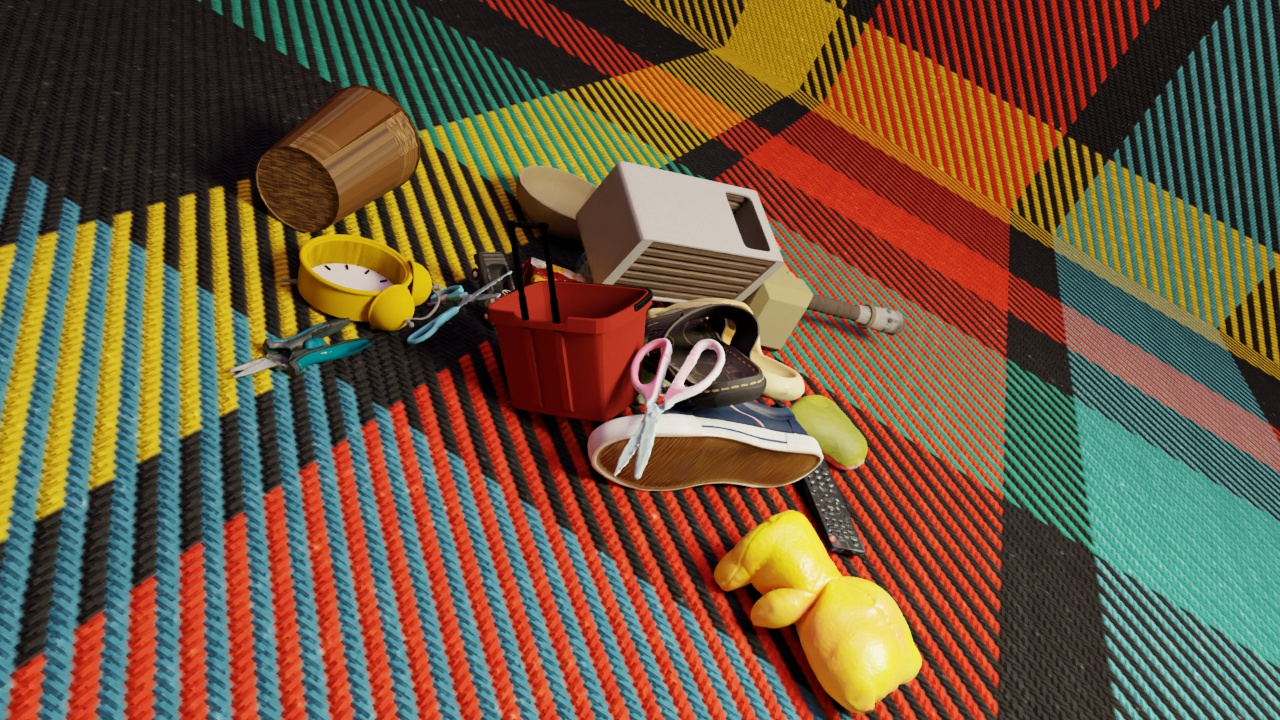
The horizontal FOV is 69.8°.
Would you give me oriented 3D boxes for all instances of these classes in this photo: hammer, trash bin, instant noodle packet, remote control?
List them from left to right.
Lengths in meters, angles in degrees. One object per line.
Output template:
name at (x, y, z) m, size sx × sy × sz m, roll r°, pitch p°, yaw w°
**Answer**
instant noodle packet at (-0.087, -0.077, 1.127) m, size 0.135 × 0.040 × 0.098 m, roll 16°, pitch 29°, yaw -19°
trash bin at (0.051, -0.154, 1.173) m, size 0.228 × 0.115 × 0.114 m, roll 4°, pitch 58°, yaw -36°
hammer at (0.263, -0.086, 1.369) m, size 0.324 × 0.101 × 0.190 m, roll 11°, pitch 34°, yaw -27°
remote control at (0.204, 0.158, 1.028) m, size 0.047 × 0.022 × 0.150 m, roll 15°, pitch 34°, yaw -22°

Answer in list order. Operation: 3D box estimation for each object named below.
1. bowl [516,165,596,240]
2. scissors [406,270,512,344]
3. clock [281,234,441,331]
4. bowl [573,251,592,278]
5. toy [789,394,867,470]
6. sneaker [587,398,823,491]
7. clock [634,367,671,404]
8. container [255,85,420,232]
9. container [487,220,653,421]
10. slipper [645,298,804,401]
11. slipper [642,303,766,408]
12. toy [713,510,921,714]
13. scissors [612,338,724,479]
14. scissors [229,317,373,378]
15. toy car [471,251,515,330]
bowl at (-0.110, -0.216, 1.310) m, size 0.152 × 0.051 × 0.152 m, roll 21°, pitch 31°, yaw -13°
scissors at (-0.200, -0.056, 0.967) m, size 0.133 × 0.135 × 0.015 m, roll -49°, pitch 117°, yaw -32°
clock at (-0.286, -0.081, 0.960) m, size 0.152 × 0.052 × 0.113 m, roll 21°, pitch 30°, yaw -4°
bowl at (-0.027, -0.124, 1.229) m, size 0.114 × 0.061 × 0.114 m, roll 21°, pitch 32°, yaw -14°
toy at (0.229, 0.089, 1.122) m, size 0.110 × 0.051 × 0.089 m, roll 42°, pitch 35°, yaw 18°
sneaker at (0.059, 0.067, 0.966) m, size 0.294 × 0.121 × 0.127 m, roll 5°, pitch 50°, yaw -39°
clock at (-0.006, 0.006, 1.064) m, size 0.119 × 0.043 × 0.094 m, roll 34°, pitch 31°, yaw 9°
container at (-0.352, -0.229, 1.063) m, size 0.132 × 0.132 × 0.166 m, roll 27°, pitch 36°, yaw -2°
container at (-0.071, -0.051, 0.909) m, size 0.148 × 0.201 × 0.126 m, roll 7°, pitch 23°, yaw 25°
slipper at (0.101, -0.033, 1.121) m, size 0.111 × 0.079 × 0.261 m, roll 0°, pitch 24°, yaw -39°
slipper at (0.060, -0.022, 0.970) m, size 0.113 × 0.076 × 0.267 m, roll -10°, pitch 19°, yaw -9°
toy at (0.171, 0.219, 0.842) m, size 0.134 × 0.088 × 0.194 m, roll -5°, pitch 43°, yaw -49°
scissors at (0.028, 0.042, 0.837) m, size 0.103 × 0.016 × 0.178 m, roll -4°, pitch 43°, yaw 21°
scissors at (-0.310, -0.008, 0.858) m, size 0.142 × 0.019 × 0.127 m, roll 11°, pitch 34°, yaw -23°
toy car at (-0.162, -0.082, 1.048) m, size 0.040 × 0.037 × 0.092 m, roll -8°, pitch 78°, yaw -48°
